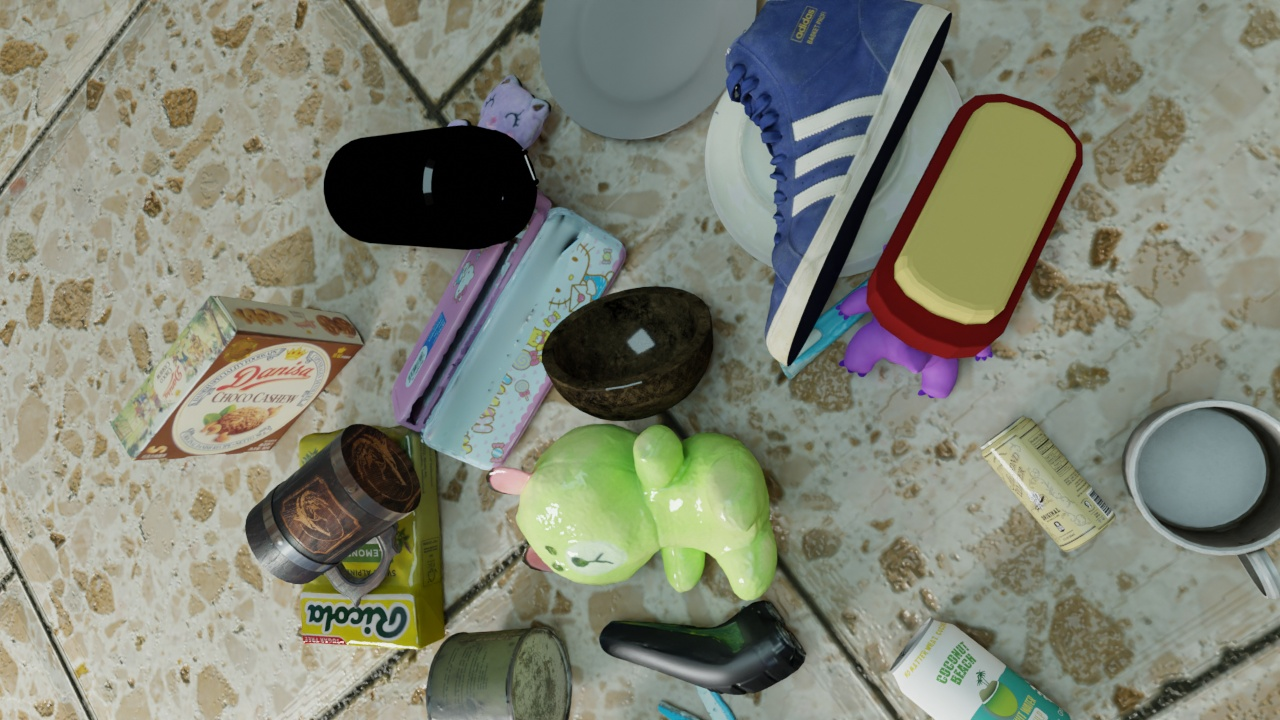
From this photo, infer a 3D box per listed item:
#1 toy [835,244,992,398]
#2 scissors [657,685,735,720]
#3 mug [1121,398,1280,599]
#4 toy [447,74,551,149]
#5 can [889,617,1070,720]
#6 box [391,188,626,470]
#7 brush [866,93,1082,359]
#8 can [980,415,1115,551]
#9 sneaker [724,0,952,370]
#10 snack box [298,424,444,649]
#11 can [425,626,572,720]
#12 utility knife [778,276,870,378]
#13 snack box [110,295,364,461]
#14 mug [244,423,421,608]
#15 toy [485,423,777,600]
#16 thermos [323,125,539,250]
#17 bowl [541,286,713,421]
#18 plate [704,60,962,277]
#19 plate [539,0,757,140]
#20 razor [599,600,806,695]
[{"bbox_3d":[0.181,-0.027,0.593,0.106,0.056,0.088,17,85,1],"label":"toy"},{"bbox_3d":[0.065,0.288,0.657,0.140,0.013,0.118,20,94,19],"label":"scissors"},{"bbox_3d":[0.329,0.077,0.523,0.084,0.070,0.113,-25,80,20],"label":"mug"},{"bbox_3d":[-0.120,-0.180,0.732,0.080,0.036,0.100,45,105,27],"label":"toy"},{"bbox_3d":[0.212,0.212,0.576,0.101,0.054,0.055,38,102,19],"label":"can"},{"bbox_3d":[-0.106,-0.028,0.727,0.214,0.091,0.090,-59,28,11],"label":"box"},{"bbox_3d":[0.206,-0.087,0.557,0.082,0.042,0.173,28,77,7],"label":"brush"},{"bbox_3d":[0.252,0.076,0.572,0.038,0.038,0.079,-41,74,16],"label":"can"},{"bbox_3d":[0.088,-0.127,0.577,0.118,0.091,0.233,26,97,16],"label":"sneaker"},{"bbox_3d":[-0.226,0.144,0.762,0.121,0.045,0.181,-3,88,22],"label":"snack box"},{"bbox_3d":[-0.105,0.247,0.685,0.075,0.089,0.090,-11,85,22],"label":"can"},{"bbox_3d":[0.160,-0.046,0.624,0.167,0.015,0.022,-40,75,18],"label":"utility knife"},{"bbox_3d":[-0.326,0.017,0.753,0.147,0.143,0.041,-45,73,15],"label":"snack box"},{"bbox_3d":[-0.224,0.125,0.706,0.107,0.080,0.116,-37,101,14],"label":"mug"},{"bbox_3d":[-0.001,0.099,0.639,0.197,0.150,0.107,7,49,25],"label":"toy"},{"bbox_3d":[-0.151,-0.126,0.674,0.199,0.086,0.086,11,93,48],"label":"thermos"},{"bbox_3d":[-0.004,0.004,0.652,0.121,0.121,0.056,-1,127,22],"label":"bowl"},{"bbox_3d":[0.127,-0.149,0.631,0.183,0.034,0.182,-1,88,22],"label":"plate"},{"bbox_3d":[0.004,-0.254,0.692,0.179,0.012,0.178,-2,86,25],"label":"plate"},{"bbox_3d":[0.042,0.200,0.655,0.152,0.054,0.067,-1,60,30],"label":"razor"}]
